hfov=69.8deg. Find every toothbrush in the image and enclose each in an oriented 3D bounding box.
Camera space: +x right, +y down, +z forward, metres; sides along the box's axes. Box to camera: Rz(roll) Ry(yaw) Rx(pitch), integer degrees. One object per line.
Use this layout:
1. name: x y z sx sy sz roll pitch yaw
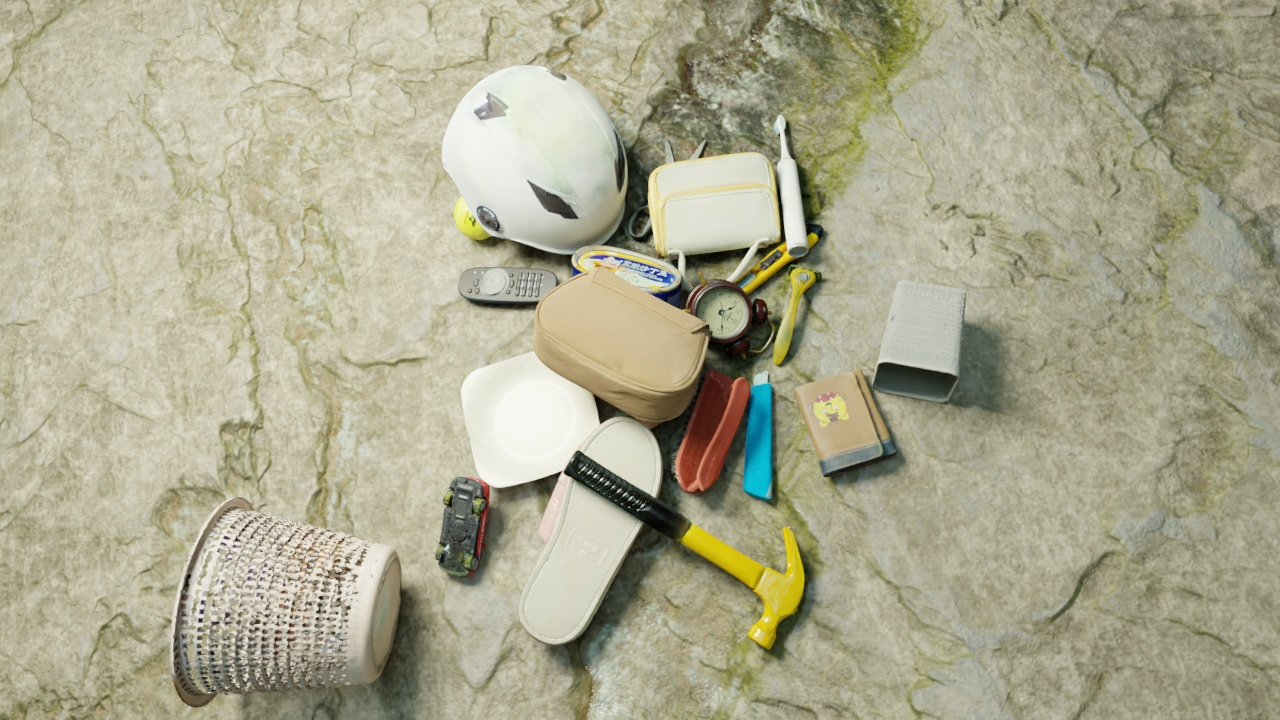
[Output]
1. toothbrush: 0.193 -0.232 1.193 0.026 0.026 0.220 11 59 -24

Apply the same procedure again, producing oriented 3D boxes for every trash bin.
1. trash bin: -0.378 0.274 1.023 0.192 0.228 0.227 6 70 -2

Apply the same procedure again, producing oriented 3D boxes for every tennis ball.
1. tennis ball: -0.218 -0.196 1.236 0.065 0.065 0.065 -3 69 8

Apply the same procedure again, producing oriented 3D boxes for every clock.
1. clock: 0.107 -0.053 1.125 0.122 0.055 0.082 31 92 -5

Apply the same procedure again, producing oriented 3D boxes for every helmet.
1. helmet: -0.122 -0.273 1.174 0.228 0.146 0.258 -38 81 -24

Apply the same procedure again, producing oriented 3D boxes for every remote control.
1. remote control: -0.174 -0.098 1.215 0.136 0.024 0.053 3 72 12

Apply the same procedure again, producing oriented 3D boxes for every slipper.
1. slipper: -0.058 0.194 1.060 0.114 0.054 0.274 23 77 0

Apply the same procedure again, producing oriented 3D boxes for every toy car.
1. toy car: -0.208 0.197 1.091 0.053 0.045 0.120 13 95 18

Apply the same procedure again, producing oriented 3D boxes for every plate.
1. plate: -0.134 0.071 1.140 0.164 0.034 0.163 -17 68 2

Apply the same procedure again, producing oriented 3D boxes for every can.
1. can: -0.019 -0.099 1.160 0.148 0.049 0.074 18 43 18

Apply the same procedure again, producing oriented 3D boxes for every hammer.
1. hammer: 0.049 0.190 1.026 0.301 0.033 0.128 31 75 1

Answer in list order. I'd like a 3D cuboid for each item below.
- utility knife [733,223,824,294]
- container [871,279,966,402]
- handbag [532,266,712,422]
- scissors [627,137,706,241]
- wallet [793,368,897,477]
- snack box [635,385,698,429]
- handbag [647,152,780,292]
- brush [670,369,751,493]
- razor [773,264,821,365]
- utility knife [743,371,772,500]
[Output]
1. utility knife: 0.157 -0.114 1.167 0.192 0.015 0.033 -39 50 -6
2. container: 0.328 -0.025 1.072 0.090 0.090 0.114 11 68 12
3. handbag: -0.021 -0.018 1.069 0.204 0.100 0.147 30 55 13
4. scissors: 0.046 -0.223 1.231 0.178 0.014 0.159 -39 70 -7
5. wallet: 0.240 0.072 1.080 0.090 0.033 0.115 -18 64 3
6. snack box: -0.007 0.007 1.131 0.084 0.026 0.157 -29 66 -28
7. handbag: 0.098 -0.171 1.171 0.163 0.063 0.178 -7 75 0
8. brush: 0.083 0.087 1.072 0.063 0.069 0.145 29 74 -22
9. razor: 0.188 -0.056 1.140 0.043 0.028 0.132 17 75 11
10. utility knife: 0.143 0.087 1.097 0.034 0.018 0.161 2 68 7
